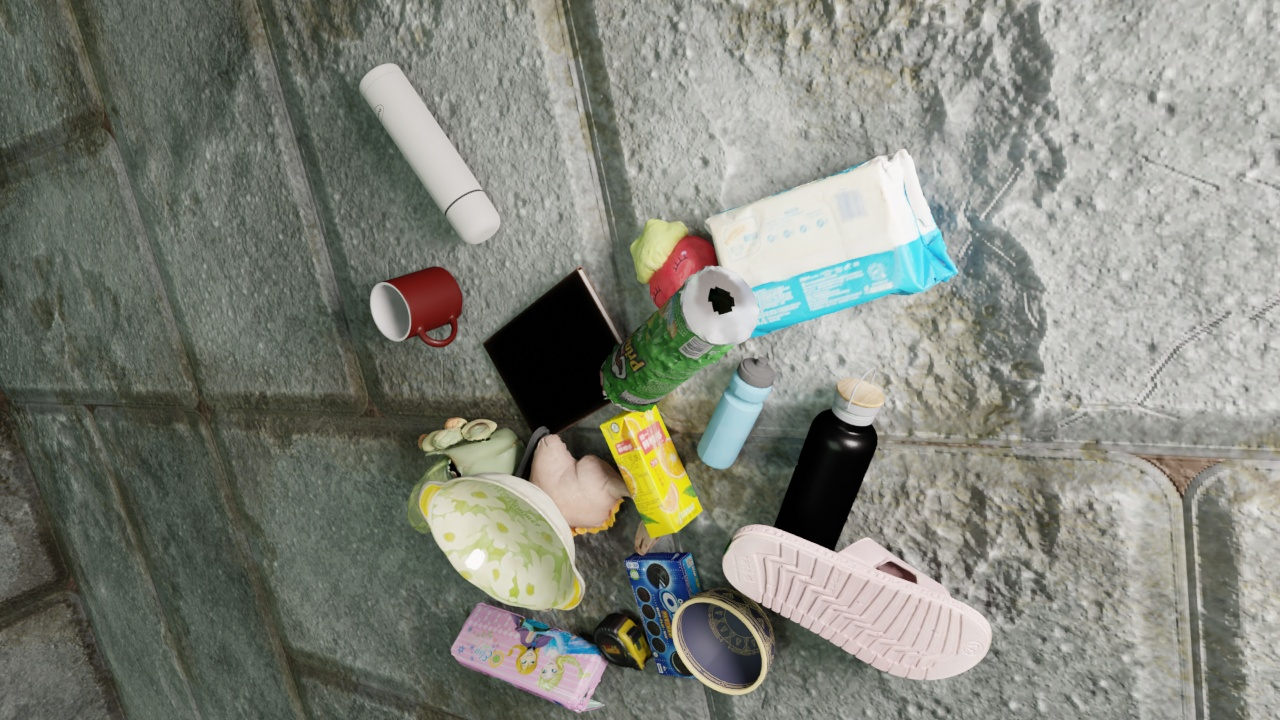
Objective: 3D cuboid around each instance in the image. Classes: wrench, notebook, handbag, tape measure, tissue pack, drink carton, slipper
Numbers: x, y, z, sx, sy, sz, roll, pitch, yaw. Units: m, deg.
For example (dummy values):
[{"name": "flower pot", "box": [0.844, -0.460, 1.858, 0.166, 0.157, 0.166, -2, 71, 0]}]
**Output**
[{"name": "wrench", "box": [-0.164, 0.185, 1.141, 0.018, 0.072, 0.274, 38, 125, 20]}, {"name": "notebook", "box": [-0.092, 0.001, 1.036, 0.210, 0.008, 0.141, -31, 87, 46]}, {"name": "handbag", "box": [-0.235, 0.137, 1.149, 0.187, 0.113, 0.117, -40, 75, 42]}, {"name": "tape measure", "box": [-0.024, 0.338, 1.114, 0.067, 0.038, 0.062, -9, 111, 43]}, {"name": "tissue pack", "box": [0.154, -0.095, 0.775, 0.210, 0.065, 0.117, -15, 98, 40]}, {"name": "drink carton", "box": [0.012, 0.114, 0.977, 0.043, 0.058, 0.134, -22, 93, 39]}, {"name": "slipper", "box": [0.192, 0.208, 0.831, 0.239, 0.064, 0.094, 22, 119, 11]}]

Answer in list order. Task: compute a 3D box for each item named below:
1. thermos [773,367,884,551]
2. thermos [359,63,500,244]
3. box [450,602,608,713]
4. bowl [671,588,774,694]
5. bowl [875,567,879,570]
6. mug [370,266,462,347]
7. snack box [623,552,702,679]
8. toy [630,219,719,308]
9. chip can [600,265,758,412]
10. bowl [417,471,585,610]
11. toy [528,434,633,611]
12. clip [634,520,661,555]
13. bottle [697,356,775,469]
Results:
[{"name": "thermos", "box": [0.173, 0.106, 0.844, 0.061, 0.061, 0.232, 30, 124, 26]}, {"name": "thermos", "box": [-0.235, -0.230, 1.034, 0.052, 0.052, 0.224, -40, 82, 41]}, {"name": "box", "box": [-0.136, 0.403, 1.216, 0.231, 0.085, 0.097, 6, 143, 36]}, {"name": "bowl", "box": [0.097, 0.290, 0.979, 0.112, 0.061, 0.112, 14, 116, 32]}, {"name": "bowl", "box": [0.246, 0.236, 0.863, 0.102, 0.026, 0.114, 4, 110, 37]}, {"name": "mug", "box": [-0.259, -0.058, 1.104, 0.105, 0.082, 0.073, 45, 129, 15]}, {"name": "snack box", "box": [0.039, 0.292, 1.049, 0.082, 0.027, 0.150, -10, 102, 40]}, {"name": "toy", "box": [0.044, -0.076, 0.882, 0.135, 0.045, 0.092, 50, 134, 9]}, {"name": "chip can", "box": [0.029, -0.014, 0.850, 0.075, 0.075, 0.224, 57, 153, 5]}, {"name": "bowl", "box": [-0.147, 0.193, 1.043, 0.219, 0.060, 0.189, 32, 131, 6]}, {"name": "toy", "box": [-0.086, 0.215, 1.094, 0.196, 0.065, 0.265, 28, 125, 32]}, {"name": "clip", "box": [0.006, 0.199, 1.028, 0.025, 0.043, 0.061, 37, 122, 23]}, {"name": "bottle", "box": [0.095, 0.049, 0.896, 0.040, 0.040, 0.130, 37, 127, 21]}]
